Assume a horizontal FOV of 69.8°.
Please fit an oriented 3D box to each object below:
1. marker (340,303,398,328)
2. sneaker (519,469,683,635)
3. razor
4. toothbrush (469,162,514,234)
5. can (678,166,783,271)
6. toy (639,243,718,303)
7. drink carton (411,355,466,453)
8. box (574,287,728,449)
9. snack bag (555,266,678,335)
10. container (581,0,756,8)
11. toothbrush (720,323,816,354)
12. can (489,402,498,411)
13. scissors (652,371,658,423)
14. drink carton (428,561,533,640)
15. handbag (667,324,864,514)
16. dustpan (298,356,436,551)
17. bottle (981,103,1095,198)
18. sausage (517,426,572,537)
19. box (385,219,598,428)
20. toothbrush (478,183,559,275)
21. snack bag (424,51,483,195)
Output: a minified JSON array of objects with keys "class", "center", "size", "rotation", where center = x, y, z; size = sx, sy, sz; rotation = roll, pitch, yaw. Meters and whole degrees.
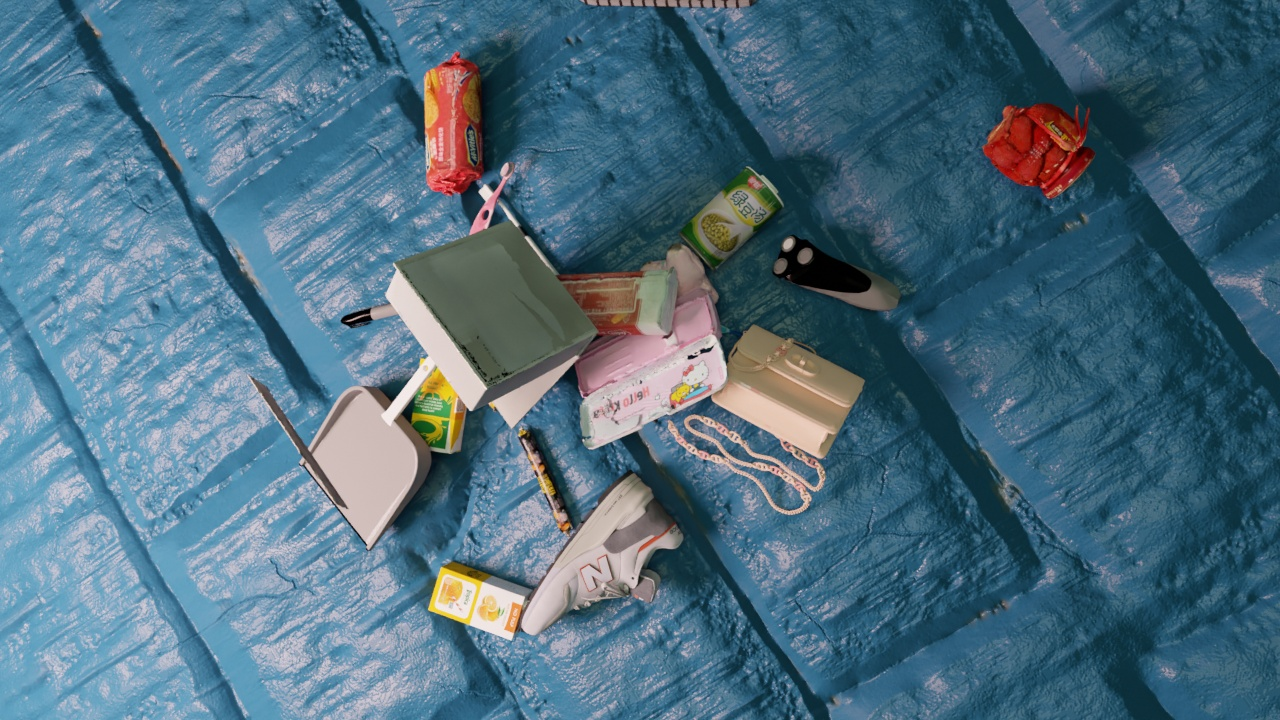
[{"class":"marker","center":[-0.333,-0.065,1.221],"size":[0.139,0.016,0.022],"rotation":[-11,118,8]},{"class":"sneaker","center":[-0.038,0.263,1.131],"size":[0.124,0.089,0.240],"rotation":[34,91,11]},{"class":"razor","center":[0.241,-0.100,1.115],"size":[0.156,0.060,0.057],"rotation":[23,80,-11]},{"class":"toothbrush","center":[-0.196,-0.196,1.189],"size":[0.021,0.016,0.135],"rotation":[32,105,15]},{"class":"can","center":[0.111,-0.174,1.126],"size":[0.121,0.067,0.067],"rotation":[-43,83,6]},{"class":"toy","center":[0.055,-0.098,1.135],"size":[0.096,0.099,0.052],"rotation":[39,60,-15]},{"class":"drink carton","center":[-0.259,0.055,1.193],"size":[0.058,0.041,0.122],"rotation":[9,91,9]},{"class":"box","center":[0.011,0.011,1.103],"size":[0.202,0.041,0.153],"rotation":[-26,56,23]},{"class":"snack bag","center":[-0.062,-0.070,1.126],"size":[0.226,0.041,0.077],"rotation":[1,70,26]},{"class":"container","center":[0.024,-0.579,1.058],"size":[0.246,0.243,0.247],"rotation":[4,89,9]},{"class":"toothbrush","center":[0.153,-0.024,1.143],"size":[0.135,0.017,0.021],"rotation":[16,105,9]},{"class":"can","center":[-0.184,0.005,1.168],"size":[0.068,0.067,0.105],"rotation":[-31,85,7]},{"class":"scissors","center":[-0.007,0.007,1.166],"size":[0.118,0.019,0.148],"rotation":[-3,85,11]},{"class":"drink carton","center":[-0.202,0.309,1.179],"size":[0.122,0.040,0.058],"rotation":[17,91,9]},{"class":"handbag","center":[0.156,0.060,1.126],"size":[0.199,0.116,0.188],"rotation":[28,138,11]},{"class":"dustpan","center":[-0.330,0.096,1.172],"size":[0.163,0.033,0.258],"rotation":[44,104,20]},{"class":"bottle","center":[0.462,-0.252,1.061],"size":[0.111,0.099,0.099],"rotation":[40,95,3]},{"class":"sausage","center":[-0.121,0.155,1.180],"size":[0.020,0.020,0.155],"rotation":[-25,85,7]},{"class":"box","center":[-0.150,-0.028,1.122],"size":[0.165,0.446,0.167],"rotation":[-37,80,-2]},{"class":"toothbrush","center":[-0.150,-0.156,1.195],"size":[0.017,0.012,0.187],"rotation":[-41,83,19]},{"class":"snack bag","center":[-0.238,-0.298,1.180],"size":[0.082,0.082,0.176],"rotation":[-1,89,9]}]
